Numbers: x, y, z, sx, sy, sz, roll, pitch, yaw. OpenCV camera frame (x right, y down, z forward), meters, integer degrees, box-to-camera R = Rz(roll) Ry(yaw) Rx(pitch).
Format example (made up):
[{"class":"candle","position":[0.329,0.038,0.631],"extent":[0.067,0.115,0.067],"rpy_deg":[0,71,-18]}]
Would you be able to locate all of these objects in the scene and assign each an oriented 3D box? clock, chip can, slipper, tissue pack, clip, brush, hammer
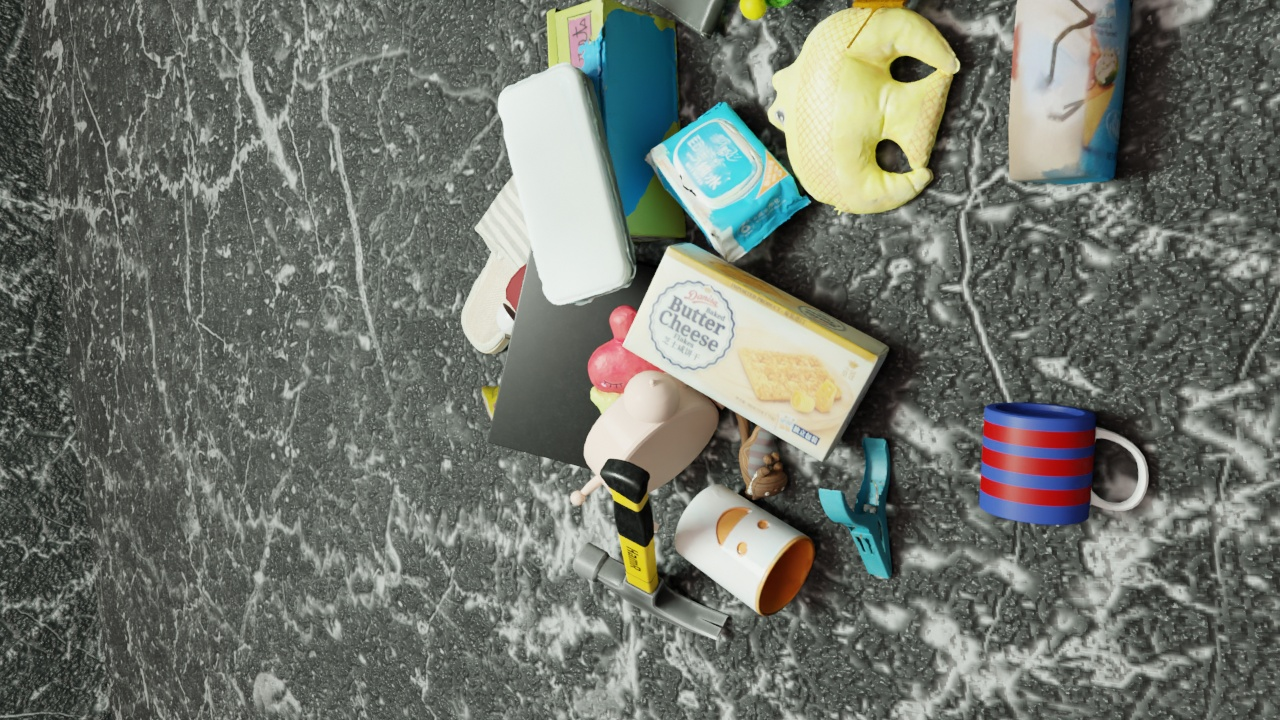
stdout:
[{"class":"clock","position":[-0.109,-0.067,1.011],"extent":[0.125,0.087,0.044],"rpy_deg":[-50,62,30]},{"class":"chip can","position":[0.299,-0.240,0.634],"extent":[0.080,0.079,0.229],"rpy_deg":[8,100,41]},{"class":"slipper","position":[-0.147,-0.121,1.066],"extent":[0.114,0.053,0.273],"rpy_deg":[44,122,24]},{"class":"clock","position":[0.019,0.079,0.882],"extent":[0.086,0.130,0.161],"rpy_deg":[42,120,31]},{"class":"tissue pack","position":[0.074,-0.165,0.833],"extent":[0.093,0.061,0.144],"rpy_deg":[-37,63,5]},{"class":"clip","position":[0.193,0.116,0.785],"extent":[0.033,0.120,0.118],"rpy_deg":[-3,60,41]},{"class":"brush","position":[0.191,-0.293,0.712],"extent":[0.048,0.017,0.126],"rpy_deg":[19,65,39]},{"class":"hammer","position":[0.001,0.171,0.841],"extent":[0.170,0.034,0.325],"rpy_deg":[24,153,18]}]

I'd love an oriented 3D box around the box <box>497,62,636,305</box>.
[{"class":"box","position":[-0.068,-0.156,0.831],"extent":[0.118,0.063,0.213],"rpy_deg":[-13,86,37]}]

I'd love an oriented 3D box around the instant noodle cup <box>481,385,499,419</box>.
[{"class":"instant noodle cup","position":[-0.098,0.032,1.015],"extent":[0.113,0.100,0.100],"rpy_deg":[-46,65,23]}]

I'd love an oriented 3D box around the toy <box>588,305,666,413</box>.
[{"class":"toy","position":[-0.005,0.005,0.906],"extent":[0.045,0.091,0.135],"rpy_deg":[-108,25,-58]}]

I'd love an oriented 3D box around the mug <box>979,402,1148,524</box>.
[{"class":"mug","position":[0.309,0.075,0.671],"extent":[0.112,0.074,0.076],"rpy_deg":[3,97,15]}]

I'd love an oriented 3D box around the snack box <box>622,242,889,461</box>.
[{"class":"snack box","position":[0.098,-0.012,0.804],"extent":[0.208,0.057,0.104],"rpy_deg":[30,108,15]}]

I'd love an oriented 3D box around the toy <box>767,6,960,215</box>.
[{"class":"toy","position":[0.176,-0.206,0.761],"extent":[0.155,0.064,0.171],"rpy_deg":[18,114,27]}]

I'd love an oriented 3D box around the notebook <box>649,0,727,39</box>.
[{"class":"notebook","position":[0.057,-0.434,0.857],"extent":[0.169,0.029,0.209],"rpy_deg":[48,122,34]}]

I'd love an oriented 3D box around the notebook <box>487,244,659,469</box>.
[{"class":"notebook","position":[-0.053,0.002,0.948],"extent":[0.169,0.019,0.232],"rpy_deg":[15,109,-1]}]

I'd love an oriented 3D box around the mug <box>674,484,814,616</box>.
[{"class":"mug","position":[0.096,0.175,0.856],"extent":[0.105,0.082,0.082],"rpy_deg":[30,113,37]}]

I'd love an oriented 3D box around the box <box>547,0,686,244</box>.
[{"class":"box","position":[-0.022,-0.227,0.895],"extent":[0.079,0.124,0.221],"rpy_deg":[-2,95,39]}]

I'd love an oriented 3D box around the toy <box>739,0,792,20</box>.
[{"class":"toy","position":[0.134,-0.355,0.766],"extent":[0.124,0.096,0.132],"rpy_deg":[56,146,30]}]

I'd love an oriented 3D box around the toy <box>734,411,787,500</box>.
[{"class":"toy","position":[0.110,0.086,0.864],"extent":[0.055,0.041,0.102],"rpy_deg":[13,113,63]}]
